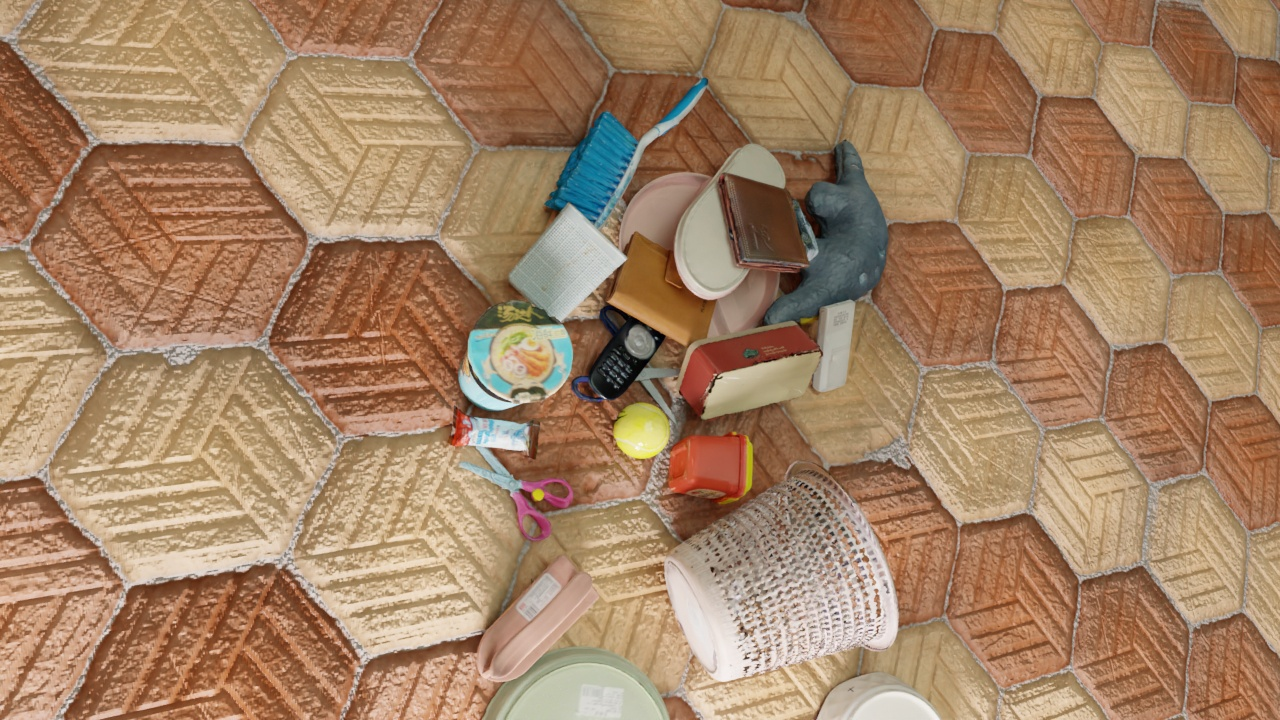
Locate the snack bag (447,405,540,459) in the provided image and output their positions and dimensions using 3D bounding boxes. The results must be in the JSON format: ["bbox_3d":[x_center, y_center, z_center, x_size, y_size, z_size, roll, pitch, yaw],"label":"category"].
[{"bbox_3d":[-0.160,0.080,1.012,0.104,0.026,0.048,13,65,-21],"label":"snack bag"}]

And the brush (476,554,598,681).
[{"bbox_3d":[-0.112,0.274,0.958,0.145,0.073,0.063,-42,96,-26],"label":"brush"}]

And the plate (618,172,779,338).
[{"bbox_3d":[0.074,-0.131,1.177,0.229,0.028,0.229,6,74,-22],"label":"plate"}]

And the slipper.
[{"bbox_3d":[0.108,-0.176,1.156,0.114,0.055,0.273,39,53,-14],"label":"slipper"}]

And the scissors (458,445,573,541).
[{"bbox_3d":[-0.144,0.147,1.011,0.137,0.017,0.093,24,69,-12],"label":"scissors"}]

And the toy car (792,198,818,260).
[{"bbox_3d":[0.199,-0.165,1.173,0.034,0.043,0.090,-2,61,-26],"label":"toy car"}]

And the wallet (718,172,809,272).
[{"bbox_3d":[0.149,-0.168,1.124,0.101,0.032,0.124,3,66,-32],"label":"wallet"}]

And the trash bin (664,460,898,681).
[{"bbox_3d":[0.141,0.248,1.017,0.192,0.228,0.227,-20,85,-15],"label":"trash bin"}]

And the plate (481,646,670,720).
[{"bbox_3d":[-0.062,0.421,0.967,0.230,0.028,0.230,7,74,-24],"label":"plate"}]

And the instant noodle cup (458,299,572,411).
[{"bbox_3d":[-0.145,0.006,0.987,0.111,0.121,0.111,7,72,-23],"label":"instant noodle cup"}]

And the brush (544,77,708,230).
[{"bbox_3d":[-0.010,-0.282,1.168,0.109,0.061,0.313,35,63,-19],"label":"brush"}]

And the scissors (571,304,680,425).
[{"bbox_3d":[-0.010,0.009,1.110,0.175,0.012,0.162,-13,83,-29],"label":"scissors"}]

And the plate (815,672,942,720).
[{"bbox_3d":[0.296,0.485,1.104,0.204,0.046,0.204,7,74,-24],"label":"plate"}]

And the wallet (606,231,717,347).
[{"bbox_3d":[0.031,-0.083,1.105,0.131,0.031,0.107,29,59,-18],"label":"wallet"}]

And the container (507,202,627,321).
[{"bbox_3d":[-0.087,-0.109,1.046,0.090,0.090,0.111,44,93,-8],"label":"container"}]

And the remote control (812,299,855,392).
[{"bbox_3d":[0.252,-0.018,1.191,0.049,0.024,0.125,-16,121,-27],"label":"remote control"}]

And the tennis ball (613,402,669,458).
[{"bbox_3d":[0.001,0.081,1.065,0.065,0.066,0.065,7,74,-23],"label":"tennis ball"}]

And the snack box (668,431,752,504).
[{"bbox_3d":[0.080,0.123,1.079,0.080,0.091,0.082,9,72,-15],"label":"snack box"}]

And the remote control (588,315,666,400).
[{"bbox_3d":[-0.016,-0.008,1.089,0.053,0.024,0.136,42,63,-9],"label":"remote control"}]

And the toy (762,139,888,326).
[{"bbox_3d":[0.268,-0.159,1.240,0.138,0.092,0.355,26,61,-5],"label":"toy"}]

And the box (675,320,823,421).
[{"bbox_3d":[0.137,0.018,1.117,0.168,0.091,0.077,-12,47,-29],"label":"box"}]
